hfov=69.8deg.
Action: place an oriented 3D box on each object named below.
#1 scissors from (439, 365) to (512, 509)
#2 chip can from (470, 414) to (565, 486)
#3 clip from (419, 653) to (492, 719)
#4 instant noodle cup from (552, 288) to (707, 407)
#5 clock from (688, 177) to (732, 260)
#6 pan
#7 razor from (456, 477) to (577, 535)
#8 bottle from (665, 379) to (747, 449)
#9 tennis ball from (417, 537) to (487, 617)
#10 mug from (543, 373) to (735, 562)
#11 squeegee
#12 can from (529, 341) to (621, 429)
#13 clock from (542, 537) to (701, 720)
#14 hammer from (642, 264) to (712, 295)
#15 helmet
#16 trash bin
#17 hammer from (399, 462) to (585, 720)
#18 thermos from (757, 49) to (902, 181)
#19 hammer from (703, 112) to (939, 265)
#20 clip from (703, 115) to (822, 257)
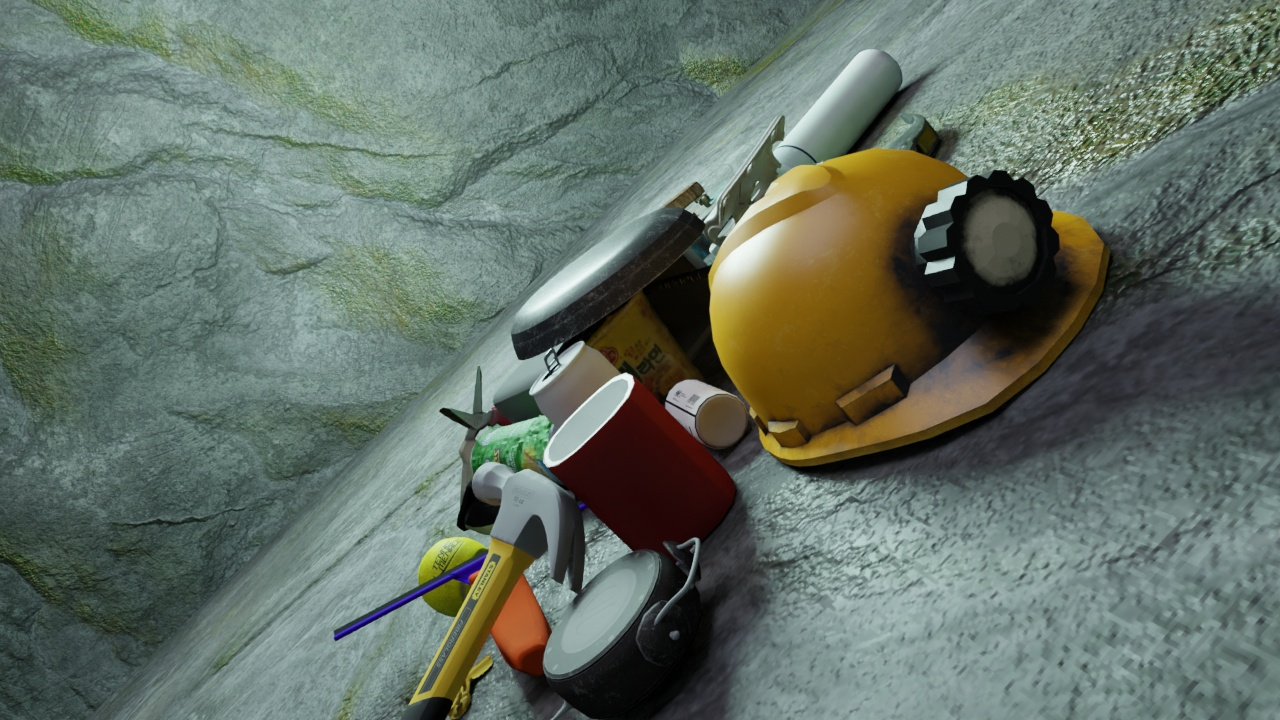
[{"bbox_3d":[-0.178,0.098,1.028,0.199,0.015,0.179,21,-87,-64],"label":"scissors"},{"bbox_3d":[-0.094,0.088,0.874,0.075,0.075,0.224,-50,15,-25],"label":"chip can"},{"bbox_3d":[-0.134,0.231,0.656,0.054,0.046,0.048,-40,-11,11],"label":"clip"},{"bbox_3d":[-0.004,0.005,0.782,0.102,0.108,0.102,-41,14,12],"label":"instant noodle cup"},{"bbox_3d":[0.100,-0.178,1.117,0.158,0.073,0.121,-39,14,18],"label":"clock"},{"bbox_3d":[-0.008,-0.111,0.866,0.208,0.040,0.355,-28,16,34],"label":"pan"},{"bbox_3d":[-0.108,0.134,0.828,0.156,0.060,0.057,0,31,45],"label":"razor"},{"bbox_3d":[0.043,0.037,0.690,0.041,0.041,0.116,-45,13,-5],"label":"bottle"},{"bbox_3d":[-0.155,0.183,0.779,0.065,0.065,0.065,-41,13,12],"label":"tennis ball"},{"bbox_3d":[-0.003,0.068,0.609,0.080,0.096,0.116,-44,13,0],"label":"mug"},{"bbox_3d":[-0.090,0.173,0.637,0.249,0.055,0.185,-26,12,-13],"label":"squeegee"},{"bbox_3d":[-0.030,0.040,0.709,0.064,0.127,0.064,-41,13,12],"label":"can"},{"bbox_3d":[-0.004,0.145,0.489,0.123,0.044,0.091,-37,15,28],"label":"clock"},{"bbox_3d":[0.092,-0.080,0.746,0.326,0.015,0.094,-13,29,33],"label":"hammer"},{"bbox_3d":[0.119,-0.052,0.542,0.205,0.131,0.256,-49,13,-17],"label":"helmet"},{"bbox_3d":[-0.035,-0.008,0.948,0.191,0.097,0.220,-50,13,-25],"label":"trash bin"},{"bbox_3d":[-0.130,0.213,0.549,0.127,0.029,0.323,6,63,48],"label":"hammer"},{"bbox_3d":[0.217,-0.265,1.048,0.229,0.068,0.068,-51,14,-25],"label":"thermos"},{"bbox_3d":[0.167,-0.153,0.932,0.320,0.032,0.129,-28,22,52],"label":"hammer"},{"bbox_3d":[0.117,-0.141,0.885,0.126,0.110,0.151,-52,-23,-24],"label":"clip"}]
